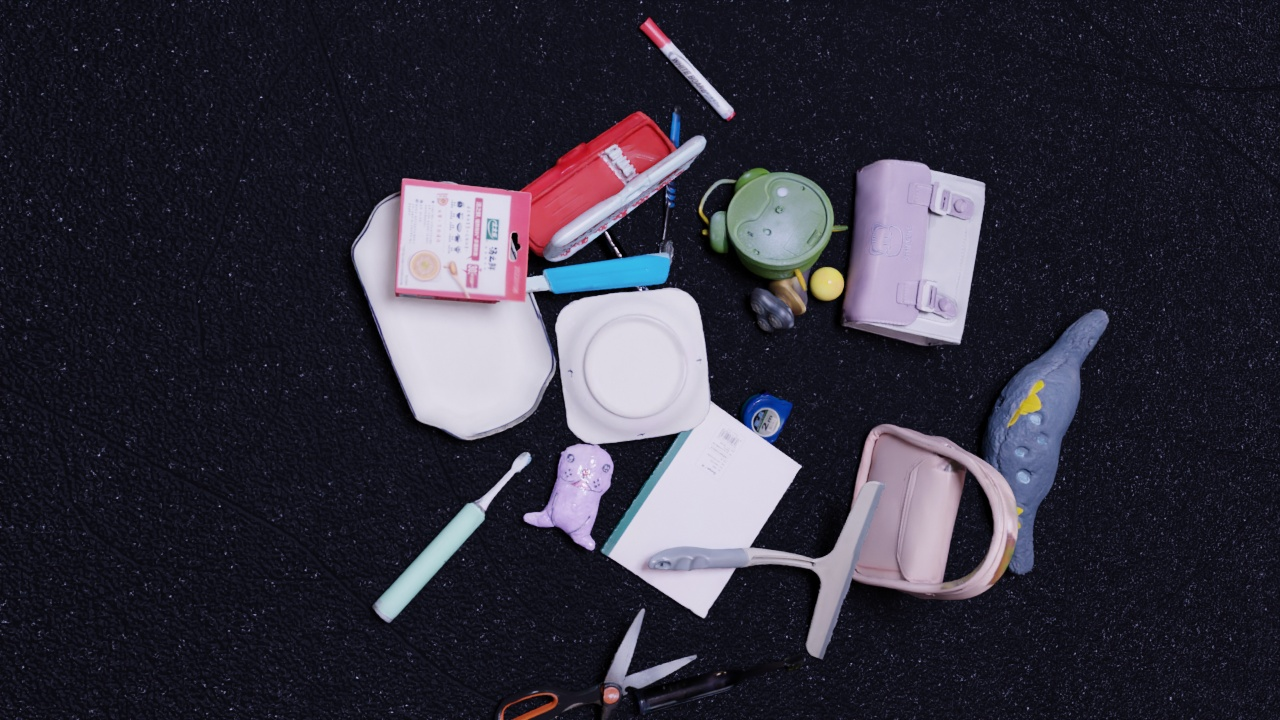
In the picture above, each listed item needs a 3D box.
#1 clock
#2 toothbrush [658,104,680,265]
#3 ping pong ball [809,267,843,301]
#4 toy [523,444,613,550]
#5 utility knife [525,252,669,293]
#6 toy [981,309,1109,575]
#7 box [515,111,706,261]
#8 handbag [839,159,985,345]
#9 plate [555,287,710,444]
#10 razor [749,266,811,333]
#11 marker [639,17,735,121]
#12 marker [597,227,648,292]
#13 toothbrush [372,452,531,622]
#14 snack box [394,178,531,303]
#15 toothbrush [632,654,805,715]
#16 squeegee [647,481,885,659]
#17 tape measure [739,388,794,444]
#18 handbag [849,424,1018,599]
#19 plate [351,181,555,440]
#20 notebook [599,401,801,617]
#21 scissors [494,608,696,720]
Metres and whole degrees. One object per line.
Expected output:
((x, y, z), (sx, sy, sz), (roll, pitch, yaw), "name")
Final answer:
((0.141, -0.155, 1.034), (0.161, 0.056, 0.116), (31, 75, 17), "clock")
((0.036, -0.198, 1.041), (0.014, 0.016, 0.189), (6, 87, -26), "toothbrush")
((0.220, -0.091, 1.087), (0.040, 0.040, 0.040), (0, 90, -18), "ping pong ball")
((-0.071, 0.141, 0.994), (0.084, 0.039, 0.108), (22, 84, -8), "toy")
((-0.064, -0.089, 0.978), (0.209, 0.018, 0.034), (-9, 93, -22), "utility knife")
((0.498, 0.088, 1.152), (0.137, 0.091, 0.356), (24, 85, -29), "toy")
((-0.038, -0.189, 0.959), (0.201, 0.100, 0.112), (-38, 80, -15), "box")
((0.322, -0.126, 1.095), (0.145, 0.098, 0.197), (10, 86, -12), "handbag")
((-0.006, 0.006, 1.000), (0.163, 0.034, 0.164), (-8, 92, -5), "plate")
((0.175, -0.114, 1.068), (0.067, 0.062, 0.167), (24, 77, -15), "razor")
((0.055, -0.330, 1.046), (0.145, 0.017, 0.017), (44, 77, -13), "marker")
((-0.016, -0.099, 1.021), (0.020, 0.022, 0.132), (-38, 102, -29), "marker")
((-0.193, 0.180, 0.961), (0.026, 0.027, 0.224), (38, 77, 19), "toothbrush")
((-0.177, -0.115, 0.914), (0.127, 0.044, 0.113), (4, 86, -13), "snack box")
((0.095, 0.368, 1.055), (0.212, 0.026, 0.027), (-8, 126, -19), "toothbrush")
((0.123, 0.227, 1.035), (0.246, 0.039, 0.247), (6, 113, -15), "squeegee")
((0.143, 0.065, 1.069), (0.054, 0.025, 0.058), (24, 94, -15), "tape measure")
((0.328, 0.176, 1.019), (0.093, 0.234, 0.193), (12, 86, -16), "handbag")
((-0.193, -0.051, 0.956), (0.161, 0.034, 0.266), (-23, 97, -17), "plate")
((0.071, 0.168, 1.042), (0.150, 0.012, 0.209), (36, 86, -15), "notebook")
((-0.050, 0.374, 0.990), (0.230, 0.021, 0.221), (2, 99, -9), "scissors")
